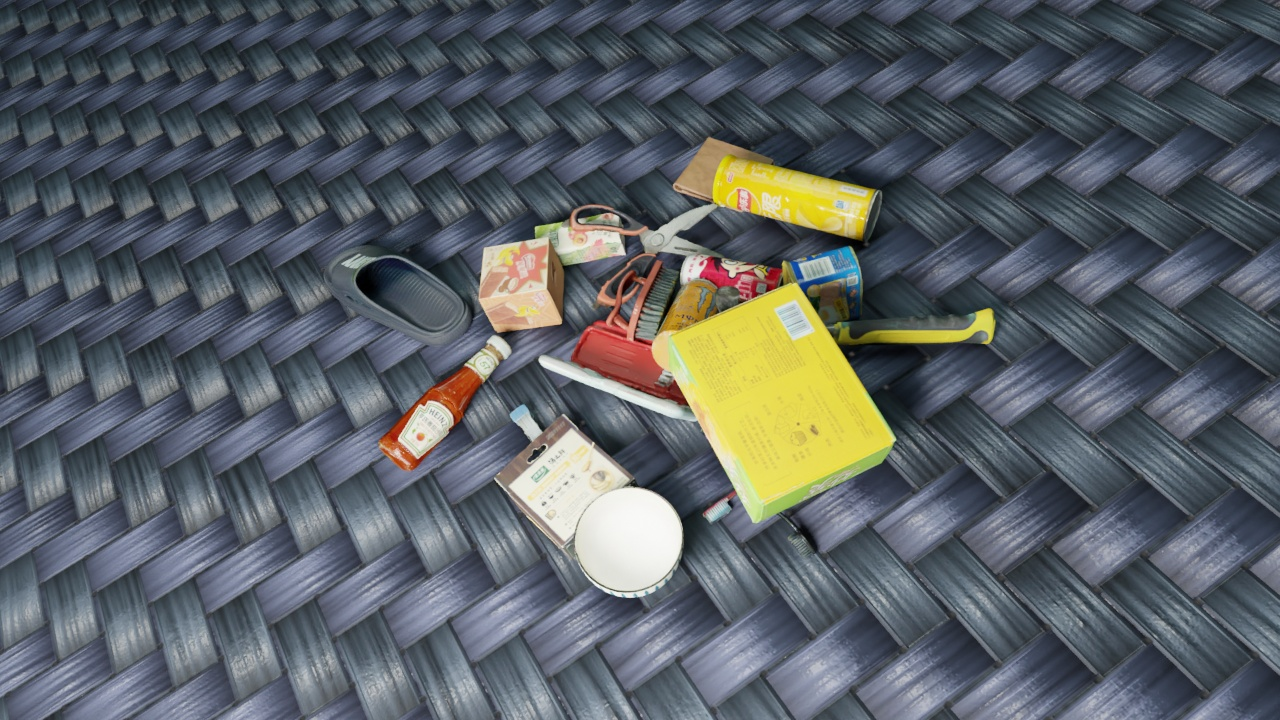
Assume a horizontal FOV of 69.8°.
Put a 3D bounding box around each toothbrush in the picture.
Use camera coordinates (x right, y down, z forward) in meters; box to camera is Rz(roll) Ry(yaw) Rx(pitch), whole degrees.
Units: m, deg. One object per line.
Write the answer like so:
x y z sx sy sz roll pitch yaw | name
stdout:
0.125 0.145 1.015 0.017 0.014 0.189 -41 65 -4 | toothbrush
0.149 0.125 1.038 0.187 0.016 0.017 -34 63 -9 | toothbrush

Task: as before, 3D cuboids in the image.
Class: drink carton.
-0.084 -0.166 1.282 0.122 0.045 0.053 -10 64 9 | drink carton

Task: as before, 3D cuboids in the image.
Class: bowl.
-0.010 0.202 0.991 0.116 0.066 0.116 -3 61 4 | bowl

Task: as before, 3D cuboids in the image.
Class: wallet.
0.120 -0.267 1.316 0.115 0.020 0.101 23 66 25 | wallet

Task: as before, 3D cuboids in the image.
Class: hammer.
0.248 -0.031 1.076 0.323 0.126 0.031 -1 35 1 | hammer

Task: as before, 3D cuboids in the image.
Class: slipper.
-0.350 -0.112 1.294 0.268 0.083 0.110 28 65 27 | slipper

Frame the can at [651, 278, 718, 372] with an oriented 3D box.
0.058 -0.044 1.114 0.058 0.058 0.145 2 31 16 | can

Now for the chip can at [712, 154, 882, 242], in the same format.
0.206 -0.217 1.216 0.213 0.072 0.071 18 62 21 | chip can

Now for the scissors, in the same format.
0.002 -0.159 1.235 0.225 0.015 0.189 -42 85 -5 | scissors

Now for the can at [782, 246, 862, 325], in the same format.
0.221 -0.085 1.112 0.083 0.102 0.057 -15 53 1 | can

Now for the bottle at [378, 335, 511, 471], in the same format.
-0.243 0.050 1.167 0.060 0.060 0.205 29 66 29 | bottle

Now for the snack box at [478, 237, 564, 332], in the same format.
-0.159 -0.102 1.237 0.094 0.077 0.092 -8 54 9 | snack box

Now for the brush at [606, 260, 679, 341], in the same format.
0.001 -0.071 1.147 0.069 0.063 0.145 15 32 5 | brush

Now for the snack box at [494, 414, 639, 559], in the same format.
-0.084 0.145 1.062 0.113 0.053 0.126 -43 56 -15 | snack box

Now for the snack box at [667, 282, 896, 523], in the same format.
0.141 0.041 0.959 0.157 0.070 0.210 -24 65 -9 | snack box

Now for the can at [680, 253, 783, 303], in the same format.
0.121 -0.101 1.178 0.133 0.053 0.053 14 61 23 | can

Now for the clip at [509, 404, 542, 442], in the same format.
-0.137 0.084 1.142 0.026 0.043 0.058 -34 59 -12 | clip

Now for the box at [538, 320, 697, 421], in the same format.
-0.008 0.018 1.121 0.201 0.074 0.154 19 34 25 | box
